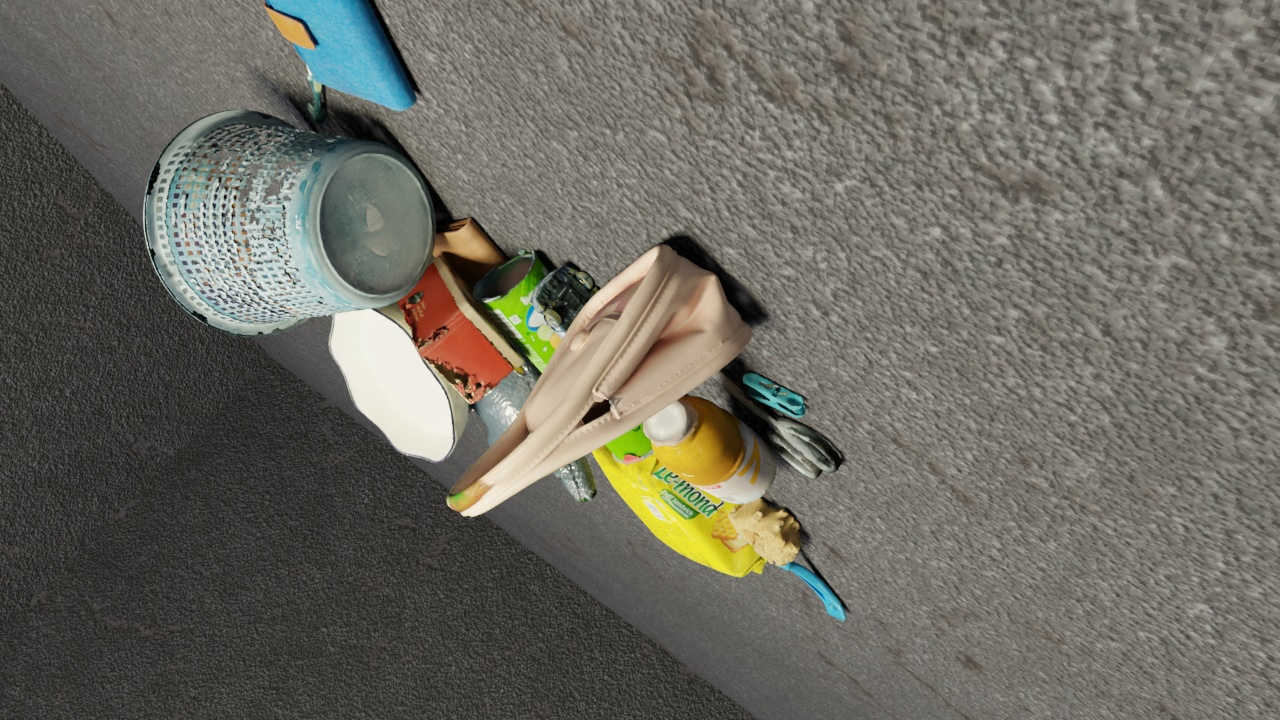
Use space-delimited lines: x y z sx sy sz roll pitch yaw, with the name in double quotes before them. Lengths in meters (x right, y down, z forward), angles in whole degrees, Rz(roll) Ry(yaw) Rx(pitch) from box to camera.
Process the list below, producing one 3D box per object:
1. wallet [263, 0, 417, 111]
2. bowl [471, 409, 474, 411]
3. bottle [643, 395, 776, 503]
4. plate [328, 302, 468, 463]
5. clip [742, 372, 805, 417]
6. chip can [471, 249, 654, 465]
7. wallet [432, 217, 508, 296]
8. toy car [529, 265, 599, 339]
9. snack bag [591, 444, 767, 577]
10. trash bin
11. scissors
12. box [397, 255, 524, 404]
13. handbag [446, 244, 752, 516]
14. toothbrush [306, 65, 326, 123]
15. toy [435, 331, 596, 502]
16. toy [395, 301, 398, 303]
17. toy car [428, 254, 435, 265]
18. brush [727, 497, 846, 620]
"wallet" -0.233 -0.252 0.686 0.106 0.040 0.133 25 156 25
"bowl" -0.225 0.003 1.181 0.113 0.113 0.062 39 118 0
"bottle" 0.057 0.072 0.763 0.068 0.068 0.189 27 176 31
"plate" -0.267 0.019 1.030 0.205 0.045 0.205 25 134 29
"clip" 0.106 0.028 0.725 0.056 0.014 0.041 25 157 34
"chip can" -0.061 0.001 0.884 0.072 0.072 0.236 12 147 53
"wallet" -0.167 -0.096 0.928 0.115 0.020 0.101 4 140 53
"toy car" -0.043 -0.030 0.808 0.120 0.054 0.037 43 158 -14
"snack bag" 0.038 0.154 1.059 0.158 0.068 0.246 10 145 55
"trash bin" -0.313 -0.129 0.877 0.195 0.226 0.227 6 145 34
"scissors" 0.094 0.042 0.781 0.172 0.014 0.145 27 156 33
"box" -0.183 -0.026 0.886 0.091 0.079 0.168 50 179 -31
"handbag" -0.046 0.030 0.672 0.093 0.233 0.194 47 160 -7
"toothbrush" -0.292 -0.256 0.816 0.018 0.016 0.192 51 161 -2
"toy" -0.173 0.035 1.046 0.356 0.138 0.091 30 -162 27
"toy" -0.306 -0.080 1.103 0.227 0.089 0.247 31 148 -5
"toy car" -0.234 -0.115 0.985 0.090 0.042 0.035 36 -177 -8
"brush" 0.175 0.228 1.026 0.083 0.045 0.254 12 152 45
